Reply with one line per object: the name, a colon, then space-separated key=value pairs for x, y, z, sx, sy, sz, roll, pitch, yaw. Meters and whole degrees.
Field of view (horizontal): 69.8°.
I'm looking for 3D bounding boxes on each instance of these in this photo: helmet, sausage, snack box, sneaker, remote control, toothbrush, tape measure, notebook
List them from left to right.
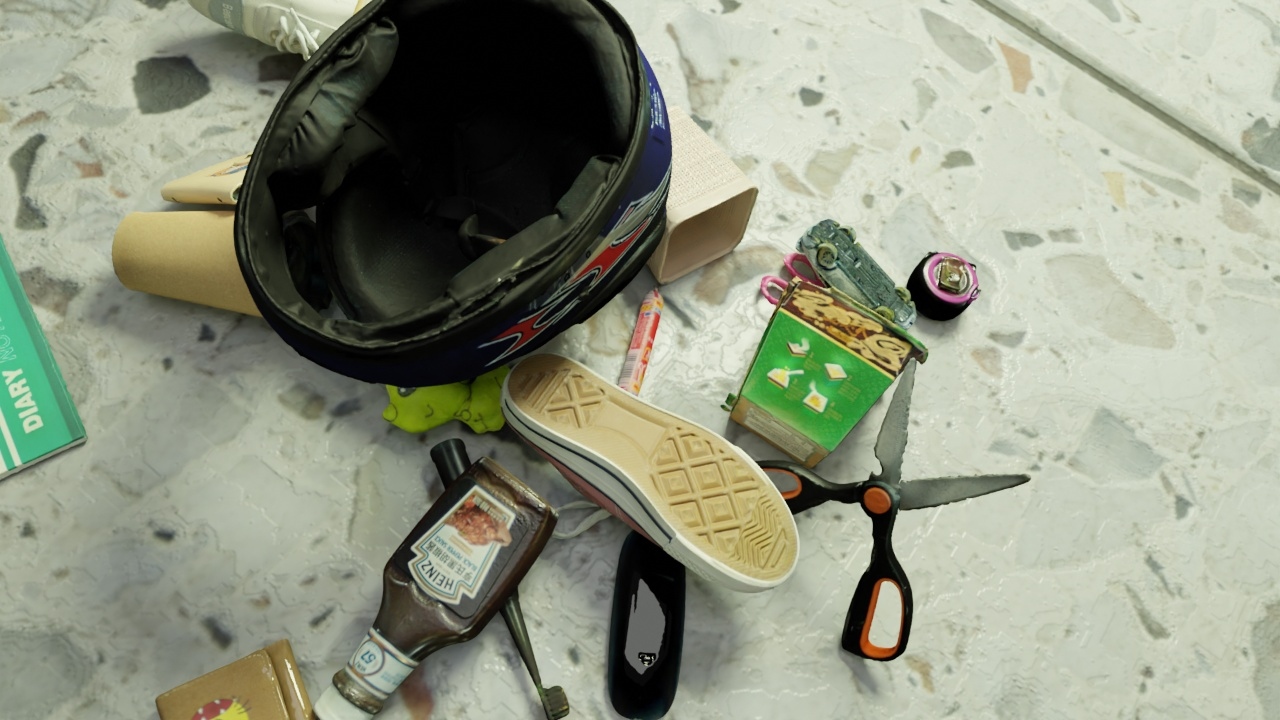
notebook: x=-0.516 y=0.007 z=0.670 sx=0.150 sy=0.012 sz=0.209 roll=-28 pitch=71 yaw=-20
sneaker: x=-0.271 y=-0.284 z=0.804 sx=0.242 sy=0.090 sz=0.090 roll=5 pitch=69 yaw=-13
helmet: x=-0.121 y=-0.108 z=0.645 sx=0.247 sy=0.241 sz=0.314 roll=37 pitch=73 yaw=2
toothbrush: x=-0.100 y=0.153 z=0.650 sx=0.027 sy=0.026 sz=0.212 roll=-24 pitch=71 yaw=-9
sausage: x=-0.004 y=0.004 z=0.736 sx=0.020 sy=0.020 sz=0.155 roll=17 pitch=64 yaw=0
sneaker: x=0.001 y=0.087 z=0.660 sx=0.241 sy=0.088 sz=0.118 roll=33 pitch=58 yaw=9
remote control: x=0.006 y=0.183 z=0.651 sx=0.053 sy=0.024 sz=0.136 roll=7 pitch=64 yaw=-5
snack box: x=0.133 y=0.018 z=0.707 sx=0.117 sy=0.118 sz=0.105 roll=32 pitch=77 yaw=8
tape measure: x=0.263 y=-0.066 z=0.795 sx=0.057 sy=0.039 sz=0.057 roll=18 pitch=64 yaw=1

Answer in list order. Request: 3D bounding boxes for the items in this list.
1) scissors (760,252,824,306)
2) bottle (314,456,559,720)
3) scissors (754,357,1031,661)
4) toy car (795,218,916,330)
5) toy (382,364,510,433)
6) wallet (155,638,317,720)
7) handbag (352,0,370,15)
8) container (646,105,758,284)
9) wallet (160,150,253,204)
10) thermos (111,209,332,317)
scissors: x=0.157 y=-0.033 z=0.778 sx=0.073 sy=0.017 sz=0.137 roll=-32 pitch=75 yaw=-30
bottle: x=-0.140 y=0.160 z=0.614 sx=0.080 sy=0.044 sz=0.194 roll=34 pitch=78 yaw=17
scissors: x=0.154 y=0.106 z=0.639 sx=0.221 sy=0.235 sz=0.021 roll=6 pitch=17 yaw=34
toy car: x=0.184 y=-0.069 z=0.782 sx=0.120 sy=0.037 sz=0.054 roll=46 pitch=42 yaw=3
toy: x=-0.145 y=0.020 z=0.704 sx=0.100 sy=0.031 sz=0.096 roll=28 pitch=60 yaw=2
wallet: x=-0.248 y=0.248 z=0.583 sx=0.090 sy=0.033 sz=0.115 roll=-23 pitch=67 yaw=-16
handbag: x=-0.168 y=-0.216 z=0.772 sx=0.178 sy=0.063 sz=0.163 roll=19 pitch=92 yaw=-26
container: x=0.025 y=-0.142 z=0.774 sx=0.089 sy=0.090 sz=0.111 roll=-29 pitch=69 yaw=-19
wallet: x=-0.315 y=-0.148 z=0.726 sx=0.115 sy=0.024 sz=0.087 roll=8 pitch=35 yaw=39
thermos: x=-0.315 y=-0.076 z=0.699 sx=0.143 sy=0.093 sz=0.093 roll=5 pitch=64 yaw=4
